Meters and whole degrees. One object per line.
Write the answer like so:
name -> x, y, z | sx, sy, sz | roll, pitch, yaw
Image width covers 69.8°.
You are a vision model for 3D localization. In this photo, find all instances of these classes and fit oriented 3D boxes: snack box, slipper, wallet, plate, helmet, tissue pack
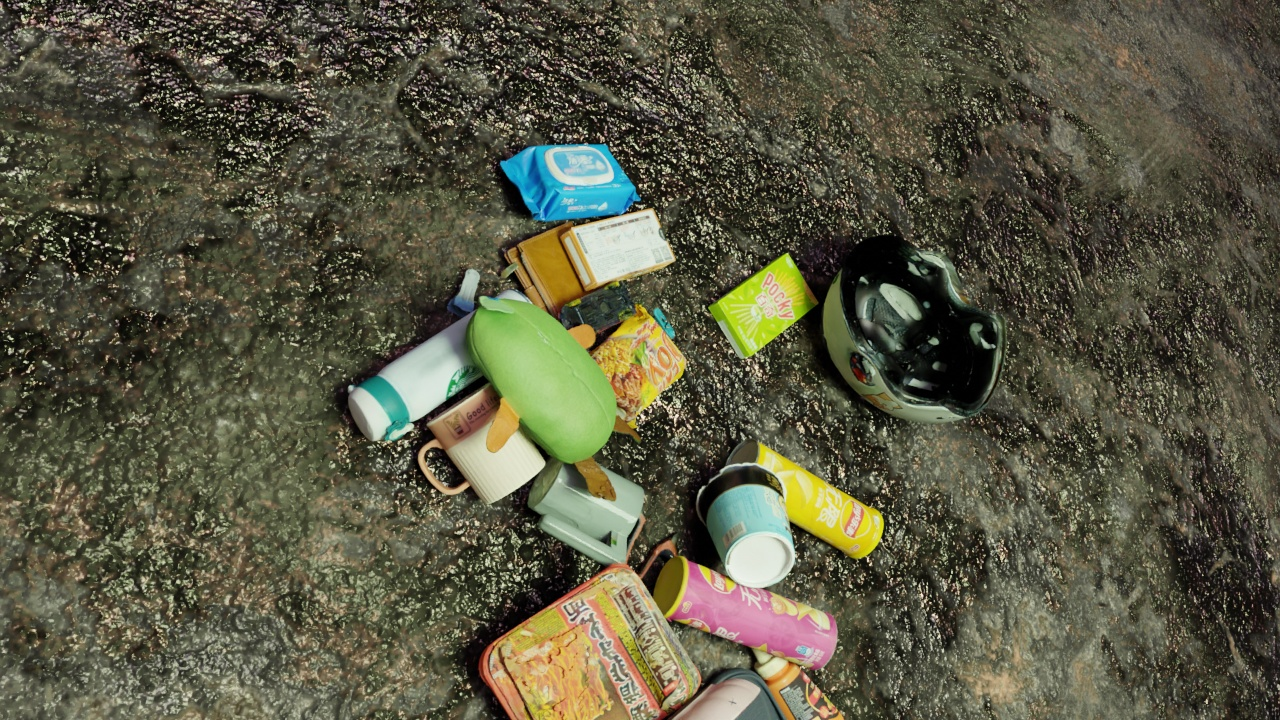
snack box -> 0.169, -0.076, 1.247 | 0.156, 0.026, 0.086 | -35, 95, -33
slipper -> 0.154, 0.483, 1.037 | 0.110, 0.083, 0.268 | -22, 85, -19
wallet -> -0.094, -0.090, 1.092 | 0.118, 0.035, 0.130 | -30, 93, -35
snack box -> -0.025, -0.139, 1.133 | 0.153, 0.026, 0.075 | -23, 87, -45
plate -> 0.040, 0.390, 0.953 | 0.191, 0.193, 0.039 | -30, 71, -33
helmet -> 0.354, -0.027, 1.265 | 0.274, 0.157, 0.229 | 39, 61, -3
tissue pack -> -0.083, -0.218, 1.107 | 0.156, 0.052, 0.095 | -11, 57, -32

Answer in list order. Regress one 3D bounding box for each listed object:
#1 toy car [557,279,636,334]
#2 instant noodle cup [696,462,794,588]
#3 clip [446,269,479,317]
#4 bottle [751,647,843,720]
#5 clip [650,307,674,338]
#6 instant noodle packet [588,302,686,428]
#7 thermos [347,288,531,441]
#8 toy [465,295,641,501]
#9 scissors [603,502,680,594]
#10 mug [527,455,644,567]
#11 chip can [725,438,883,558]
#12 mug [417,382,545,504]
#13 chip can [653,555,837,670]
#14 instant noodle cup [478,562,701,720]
toy car -> -0.053, -0.057, 1.074 | 0.106, 0.031, 0.049 | -29, 96, -37
instant noodle cup -> 0.129, 0.197, 1.065 | 0.111, 0.111, 0.120 | 31, 20, -20
clip -> -0.198, -0.078, 1.039 | 0.026, 0.042, 0.058 | 25, 62, -21
bottle -> 0.183, 0.401, 1.102 | 0.066, 0.067, 0.149 | -34, 87, -33
clip -> 0.025, -0.046, 1.157 | 0.054, 0.033, 0.013 | 42, 61, -29
instant noodle packet -> -0.007, 0.006, 1.112 | 0.128, 0.044, 0.111 | -45, 104, -32
thermos -> -0.206, 0.006, 0.979 | 0.223, 0.073, 0.073 | -37, 96, -32
toy -> -0.093, 0.029, 0.962 | 0.247, 0.090, 0.226 | 52, 35, -13
scissors -> -0.015, 0.274, 1.046 | 0.205, 0.015, 0.201 | -13, 83, -33
mug -> -0.061, 0.162, 0.997 | 0.103, 0.084, 0.123 | 32, 25, -16
chip can -> 0.209, 0.178, 1.172 | 0.213, 0.072, 0.072 | 30, 63, -19
mug -> -0.174, 0.096, 0.972 | 0.114, 0.082, 0.106 | -34, 96, -6
chip can -> 0.122, 0.292, 1.057 | 0.210, 0.072, 0.071 | 24, 65, -17
instant noodle cup -> -0.054, 0.317, 0.951 | 0.188, 0.079, 0.164 | -31, 93, -8
